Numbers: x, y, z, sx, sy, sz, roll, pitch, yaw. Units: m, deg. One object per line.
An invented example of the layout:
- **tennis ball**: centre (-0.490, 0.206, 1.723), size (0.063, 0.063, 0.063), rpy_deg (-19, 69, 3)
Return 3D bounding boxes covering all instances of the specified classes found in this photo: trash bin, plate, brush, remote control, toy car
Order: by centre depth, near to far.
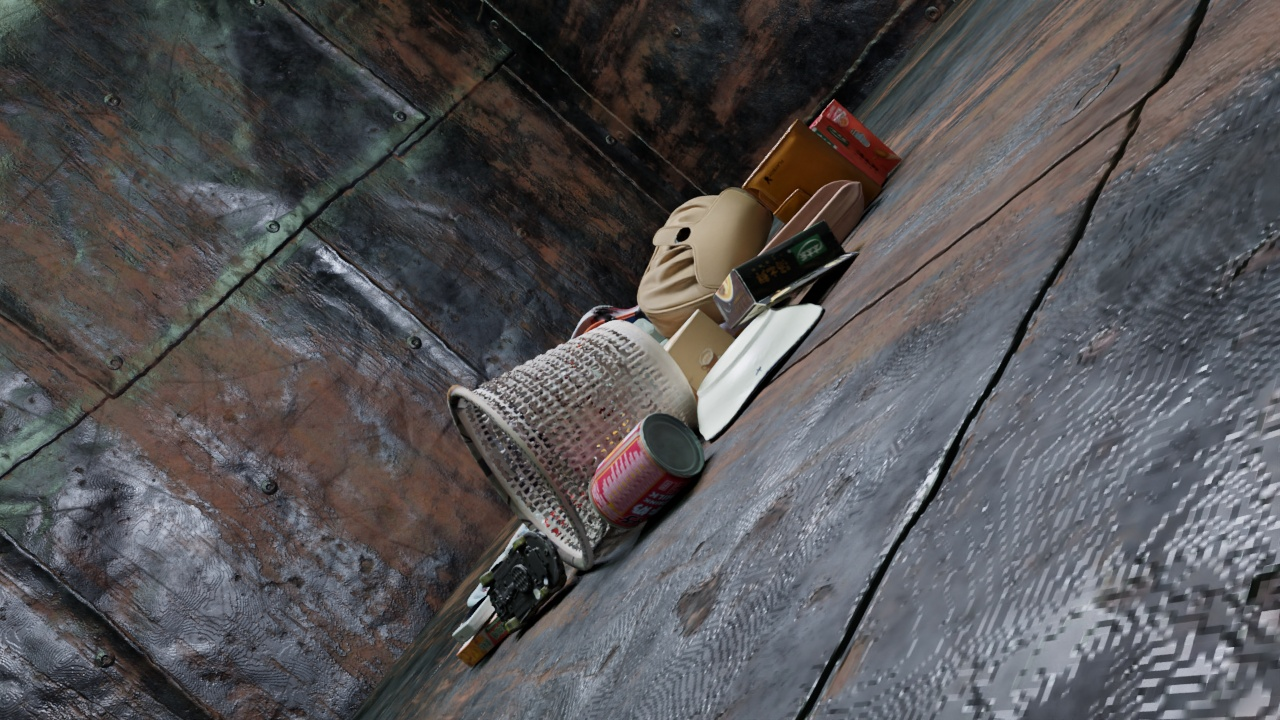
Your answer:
- **plate**: centre (0.103, 0.000, 0.889), size (0.163, 0.034, 0.164), rpy_deg (-50, 1, 2)
- **trash bin**: centre (-0.056, 0.069, 0.946), size (0.191, 0.227, 0.228), rpy_deg (-37, -3, -22)
- **toy car**: centre (-0.121, 0.233, 0.971), size (0.042, 0.070, 0.159), rpy_deg (-17, -24, -43)
- **brush**: centre (0.200, -0.145, 1.049), size (0.146, 0.063, 0.073), rpy_deg (-48, -2, 6)
- **remote control**: centre (-0.175, 0.282, 1.126), size (0.149, 0.021, 0.058), rpy_deg (-49, 1, -41)

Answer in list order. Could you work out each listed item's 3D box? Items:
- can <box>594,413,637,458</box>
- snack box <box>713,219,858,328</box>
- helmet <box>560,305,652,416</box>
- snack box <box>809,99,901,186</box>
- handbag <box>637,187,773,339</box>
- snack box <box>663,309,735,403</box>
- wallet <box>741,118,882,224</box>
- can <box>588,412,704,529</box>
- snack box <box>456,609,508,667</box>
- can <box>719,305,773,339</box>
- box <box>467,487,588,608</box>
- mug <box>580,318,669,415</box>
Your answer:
- **can**: centre (0.004, 0.082, 1.161), size (0.146, 0.058, 0.058), rpy_deg (-49, 2, 13)
- **snack box**: centre (0.145, -0.086, 0.941), size (0.113, 0.053, 0.126), rpy_deg (-30, -8, -13)
- **helmet**: centre (0.009, 0.000, 1.359), size (0.240, 0.144, 0.206), rpy_deg (-17, 30, 22)
- **snack box**: centre (0.234, -0.233, 1.131), size (0.127, 0.113, 0.044), rpy_deg (-48, 1, 41)
- **handbag**: centre (0.078, -0.127, 1.133), size (0.148, 0.100, 0.204), rpy_deg (-9, 47, 35)
- **snack box**: centre (0.055, 0.013, 1.056), size (0.092, 0.077, 0.095), rpy_deg (-51, 2, -34)
- **wallet**: centre (0.201, -0.204, 1.103), size (0.119, 0.130, 0.035), rpy_deg (-50, 6, 28)
- **can**: centre (0.003, 0.098, 0.799), size (0.094, 0.066, 0.066), rpy_deg (-48, 3, 35)
- **snack box**: centre (-0.165, 0.309, 1.116), size (0.156, 0.027, 0.076), rpy_deg (-48, 2, 39)
- **can**: centre (0.134, -0.071, 1.190), size (0.053, 0.053, 0.135), rpy_deg (-52, 3, -39)
- **box**: centre (-0.166, 0.281, 1.370), size (0.161, 0.050, 0.200), rpy_deg (-37, 11, 43)
- **mug**: centre (-0.007, 0.007, 1.176), size (0.103, 0.083, 0.124), rpy_deg (-41, 11, -14)
